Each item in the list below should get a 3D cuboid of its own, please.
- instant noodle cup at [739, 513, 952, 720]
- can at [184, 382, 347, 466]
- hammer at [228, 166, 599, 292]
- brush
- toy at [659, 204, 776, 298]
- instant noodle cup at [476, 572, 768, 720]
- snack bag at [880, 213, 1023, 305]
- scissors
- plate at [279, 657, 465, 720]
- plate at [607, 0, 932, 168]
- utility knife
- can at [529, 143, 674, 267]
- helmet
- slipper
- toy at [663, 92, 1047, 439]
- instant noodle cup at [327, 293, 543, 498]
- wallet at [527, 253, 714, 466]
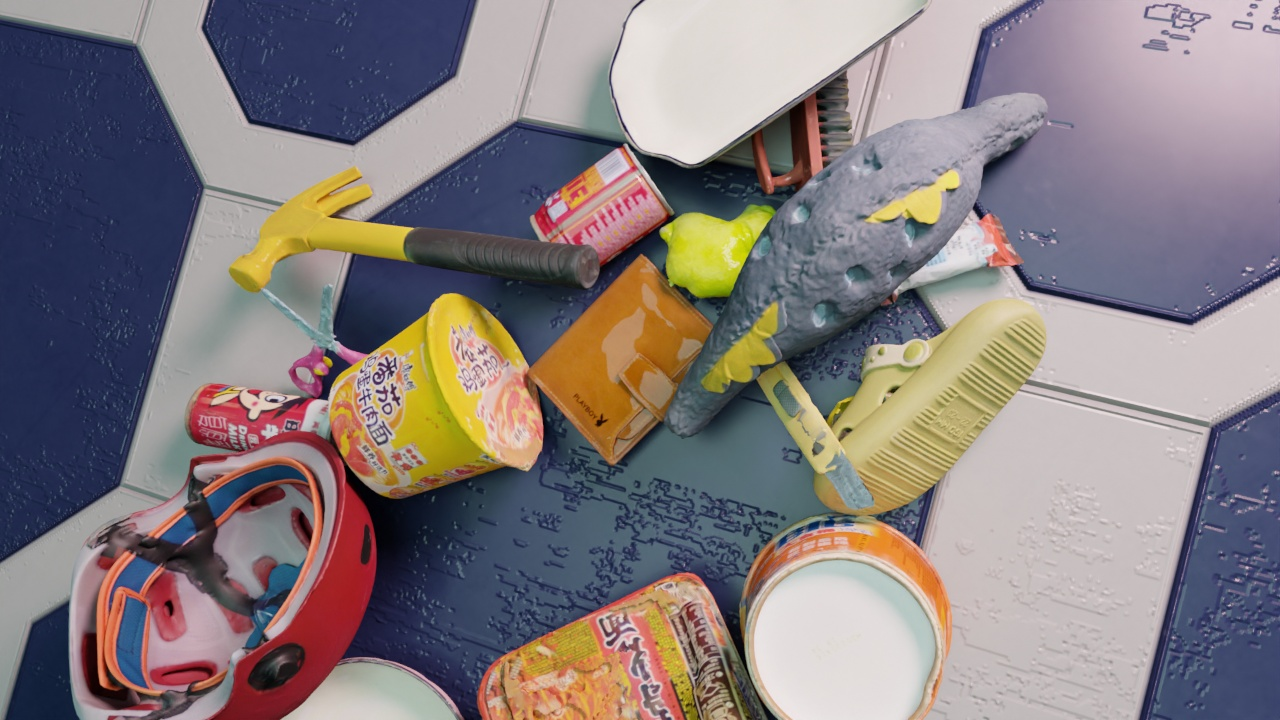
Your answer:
[{"bbox_3d":[0.135,0.181,0.612,0.151,0.111,0.151,-1,85,13],"label":"instant noodle cup"},{"bbox_3d":[-0.301,0.053,0.755,0.133,0.053,0.053,8,86,14],"label":"can"},{"bbox_3d":[-0.169,-0.088,0.697,0.301,0.033,0.128,10,55,25],"label":"hammer"},{"bbox_3d":[0.116,-0.194,0.676,0.069,0.063,0.145,-3,83,-1],"label":"brush"},{"bbox_3d":[0.067,-0.080,0.687,0.100,0.031,0.096,-36,72,-9],"label":"toy"},{"bbox_3d":[-0.006,0.258,0.638,0.189,0.079,0.164,-26,63,3],"label":"instant noodle cup"},{"bbox_3d":[0.215,-0.073,0.660,0.104,0.026,0.048,-21,61,11],"label":"snack bag"},{"bbox_3d":[-0.246,-0.010,0.734,0.130,0.017,0.134,21,134,-4],"label":"scissors"},{"bbox_3d":[-0.207,0.327,0.715,0.192,0.039,0.192,-1,85,13],"label":"plate"},{"bbox_3d":[0.093,-0.242,0.646,0.266,0.034,0.162,-32,65,26],"label":"plate"},{"bbox_3d":[0.111,0.034,0.635,0.031,0.020,0.190,-54,44,25],"label":"utility knife"},{"bbox_3d":[-0.030,-0.112,0.700,0.094,0.066,0.066,-35,78,8],"label":"can"},{"bbox_3d":[-0.290,0.177,0.692,0.240,0.144,0.207,-36,49,-5],"label":"helmet"},{"bbox_3d":[0.191,0.026,0.638,0.191,0.091,0.081,-48,37,14],"label":"slipper"},{"bbox_3d":[0.147,-0.082,0.610,0.356,0.138,0.091,-41,73,-5],"label":"toy"},{"bbox_3d":[-0.155,0.035,0.687,0.110,0.138,0.138,-26,79,18],"label":"instant noodle cup"},{"bbox_3d":[-0.004,0.004,0.704,0.131,0.035,0.119,-45,71,5],"label":"wallet"}]
